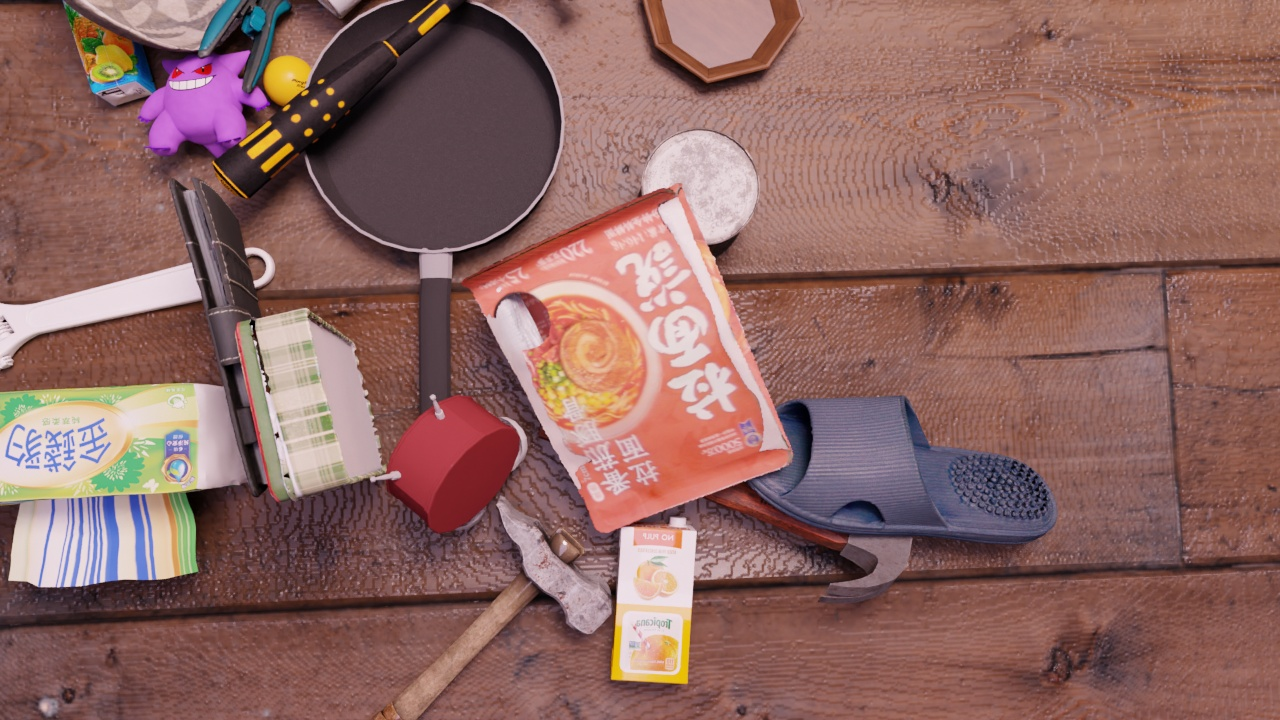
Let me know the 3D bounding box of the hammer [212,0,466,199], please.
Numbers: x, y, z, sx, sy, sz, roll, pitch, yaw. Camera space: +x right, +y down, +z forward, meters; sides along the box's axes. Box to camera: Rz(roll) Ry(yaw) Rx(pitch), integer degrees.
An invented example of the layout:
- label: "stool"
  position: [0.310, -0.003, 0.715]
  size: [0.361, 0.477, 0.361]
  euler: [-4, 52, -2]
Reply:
- label: "hammer"
  position: [-0.192, -0.238, 0.697]
  size: [0.320, 0.036, 0.123]
  euler: [-41, 87, -6]

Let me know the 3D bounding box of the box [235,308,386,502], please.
- label: "box"
  position: [-0.223, 0.034, 0.636]
  size: [0.050, 0.206, 0.117]
  euler: [-15, 89, -11]

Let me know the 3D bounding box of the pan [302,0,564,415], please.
- label: "pan"
  position: [-0.161, -0.108, 0.725]
  size: [0.204, 0.044, 0.355]
  euler: [-1, 87, -2]

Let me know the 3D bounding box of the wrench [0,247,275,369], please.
- label: "wrench"
  position: [-0.426, -0.045, 0.726]
  size: [0.273, 0.018, 0.066]
  euler: [-14, 87, -4]

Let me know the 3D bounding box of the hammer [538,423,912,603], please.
- label: "hammer"
  position: [0.063, 0.100, 0.715]
  size: [0.301, 0.028, 0.110]
  euler: [21, 48, 5]

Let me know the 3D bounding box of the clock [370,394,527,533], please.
- label: "clock"
  position: [-0.133, 0.078, 0.674]
  size: [0.048, 0.137, 0.096]
  euler: [34, 86, 20]

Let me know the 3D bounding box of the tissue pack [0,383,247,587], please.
- label: "tissue pack"
  position: [-0.397, 0.093, 0.675]
  size: [0.198, 0.120, 0.141]
  euler: [-4, 86, 3]

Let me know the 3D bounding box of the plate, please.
- label: "plate"
  position: [0.065, -0.289, 0.753]
  size: [0.131, 0.025, 0.131]
  euler: [0, 87, -2]

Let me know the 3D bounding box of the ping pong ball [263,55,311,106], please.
- label: "ping pong ball"
  position: [-0.278, -0.221, 0.728]
  size: [0.040, 0.040, 0.040]
  euler: [0, 87, -2]

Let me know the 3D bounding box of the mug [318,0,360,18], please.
- label: "mug"
  position: [-0.227, -0.335, 0.716]
  size: [0.082, 0.082, 0.105]
  euler: [44, 87, 0]

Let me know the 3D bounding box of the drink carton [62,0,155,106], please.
- label: "drink carton"
  position: [-0.426, -0.270, 0.726]
  size: [0.044, 0.038, 0.129]
  euler: [-18, 88, -3]

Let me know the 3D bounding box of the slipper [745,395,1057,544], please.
- label: "slipper"
  position: [0.202, 0.078, 0.694]
  size: [0.263, 0.083, 0.101]
  euler: [11, 49, -5]

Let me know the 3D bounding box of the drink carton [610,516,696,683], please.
- label: "drink carton"
  position: [0.010, 0.184, 0.719]
  size: [0.058, 0.040, 0.122]
  euler: [4, 87, -2]

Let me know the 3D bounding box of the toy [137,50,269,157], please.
- label: "toy"
  position: [-0.340, -0.201, 0.719]
  size: [0.106, 0.056, 0.088]
  euler: [-5, 83, 4]

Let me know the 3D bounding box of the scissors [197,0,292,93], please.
- label: "scissors"
  position: [-0.300, -0.269, 0.716]
  size: [0.019, 0.126, 0.144]
  euler: [-11, 98, 31]

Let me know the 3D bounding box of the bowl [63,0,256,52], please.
- label: "bowl"
  position: [-0.385, -0.316, 0.687]
  size: [0.081, 0.178, 0.178]
  euler: [-3, 86, 34]

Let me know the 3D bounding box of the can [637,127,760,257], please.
- label: "can"
  position: [0.043, -0.127, 0.720]
  size: [0.090, 0.074, 0.090]
  euler: [0, 86, -3]

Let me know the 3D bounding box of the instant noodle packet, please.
- label: "instant noodle packet"
  position: [-0.004, 0.004, 0.667]
  size: [0.164, 0.083, 0.221]
  euler: [-22, 100, 12]

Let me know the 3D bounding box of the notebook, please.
- label: "notebook"
  position: [-0.281, -0.013, 0.647]
  size: [0.029, 0.170, 0.209]
  euler: [-16, 94, -17]

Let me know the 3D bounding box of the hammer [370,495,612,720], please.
- label: "hammer"
  position: [-0.164, 0.250, 0.706]
  size: [0.121, 0.049, 0.318]
  euler: [44, 89, -6]
